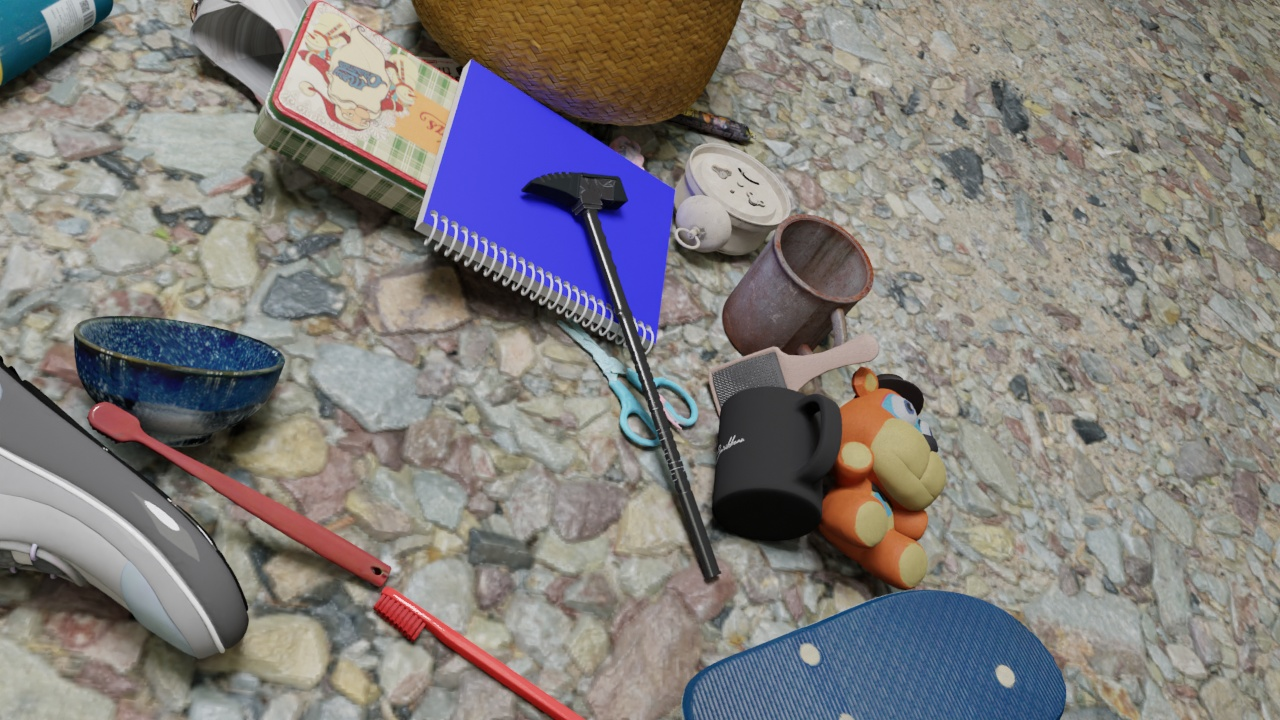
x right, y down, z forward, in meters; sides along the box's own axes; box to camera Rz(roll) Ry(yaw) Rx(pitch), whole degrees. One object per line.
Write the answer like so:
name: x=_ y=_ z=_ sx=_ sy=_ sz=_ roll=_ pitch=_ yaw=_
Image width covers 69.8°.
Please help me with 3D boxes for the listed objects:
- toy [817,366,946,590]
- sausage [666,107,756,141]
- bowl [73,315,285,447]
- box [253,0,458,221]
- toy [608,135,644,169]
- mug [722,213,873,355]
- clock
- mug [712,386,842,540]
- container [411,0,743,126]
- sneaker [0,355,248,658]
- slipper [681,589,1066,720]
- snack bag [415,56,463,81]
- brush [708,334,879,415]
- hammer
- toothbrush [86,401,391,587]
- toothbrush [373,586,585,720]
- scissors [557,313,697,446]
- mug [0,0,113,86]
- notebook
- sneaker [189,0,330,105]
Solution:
toy: x=0.182 y=0.083 z=0.707 sx=0.112 sy=0.096 sz=0.175 roll=43 pitch=34 yaw=-30
sausage: x=0.047 y=-0.245 z=0.923 sx=0.155 sy=0.020 sz=0.020 roll=13 pitch=53 yaw=-17
bowl: x=-0.278 y=0.017 z=0.550 sx=0.114 sy=0.061 sz=0.114 roll=13 pitch=9 yaw=-2
box: x=-0.176 y=-0.174 z=0.700 sx=0.205 sy=0.051 sz=0.117 roll=28 pitch=59 yaw=-30
toy: x=-0.030 y=-0.157 z=0.812 sx=0.079 sy=0.038 sz=0.122 roll=31 pitch=54 yaw=-5
mug: x=0.133 y=-0.042 z=0.764 sx=0.096 sy=0.110 sz=0.122 roll=-2 pitch=59 yaw=-21
clock: x=0.069 y=-0.133 z=0.828 sx=0.103 sy=0.061 sz=0.156 roll=39 pitch=42 yaw=4
mug: x=0.104 y=0.069 z=0.666 sx=0.078 sy=0.114 sz=0.087 roll=25 pitch=50 yaw=-19
container: x=-0.051 y=-0.344 z=0.800 sx=0.307 sy=0.197 sz=0.306 roll=19 pitch=34 yaw=-13
sneaker: x=-0.340 y=0.098 z=0.465 sx=0.256 sy=0.093 sz=0.160 roll=40 pitch=59 yaw=4
slipper: x=0.155 y=0.225 z=0.618 sx=0.294 sy=0.060 sz=0.118 roll=-4 pitch=56 yaw=-25
snack bag: x=-0.194 y=-0.252 z=0.819 sx=0.157 sy=0.013 sz=0.057 roll=-5 pitch=61 yaw=-28
brush: x=0.118 y=0.009 z=0.714 sx=0.015 sy=0.136 sz=0.050 roll=14 pitch=58 yaw=-68
hammer: x=-0.004 y=0.004 z=0.683 sx=0.094 sy=0.015 sz=0.324 roll=-6 pitch=71 yaw=-44
toothbrush: x=-0.227 y=0.081 z=0.530 sx=0.190 sy=0.017 sz=0.016 roll=38 pitch=56 yaw=-23
toothbrush: x=-0.072 y=0.204 z=0.555 sx=0.212 sy=0.012 sz=0.017 roll=34 pitch=50 yaw=1
scissors: x=-0.023 y=0.016 z=0.715 sx=0.141 sy=0.015 sz=0.075 roll=36 pitch=50 yaw=10
mug: x=-0.450 y=-0.254 z=0.665 sx=0.078 sy=0.078 sz=0.121 roll=31 pitch=45 yaw=-3
notebook: x=-0.064 y=-0.117 z=0.725 sx=0.209 sy=0.022 sz=0.171 roll=27 pitch=55 yaw=-30
sneaker: x=-0.320 y=-0.285 z=0.729 sx=0.236 sy=0.099 sz=0.089 roll=52 pitch=38 yaw=12
